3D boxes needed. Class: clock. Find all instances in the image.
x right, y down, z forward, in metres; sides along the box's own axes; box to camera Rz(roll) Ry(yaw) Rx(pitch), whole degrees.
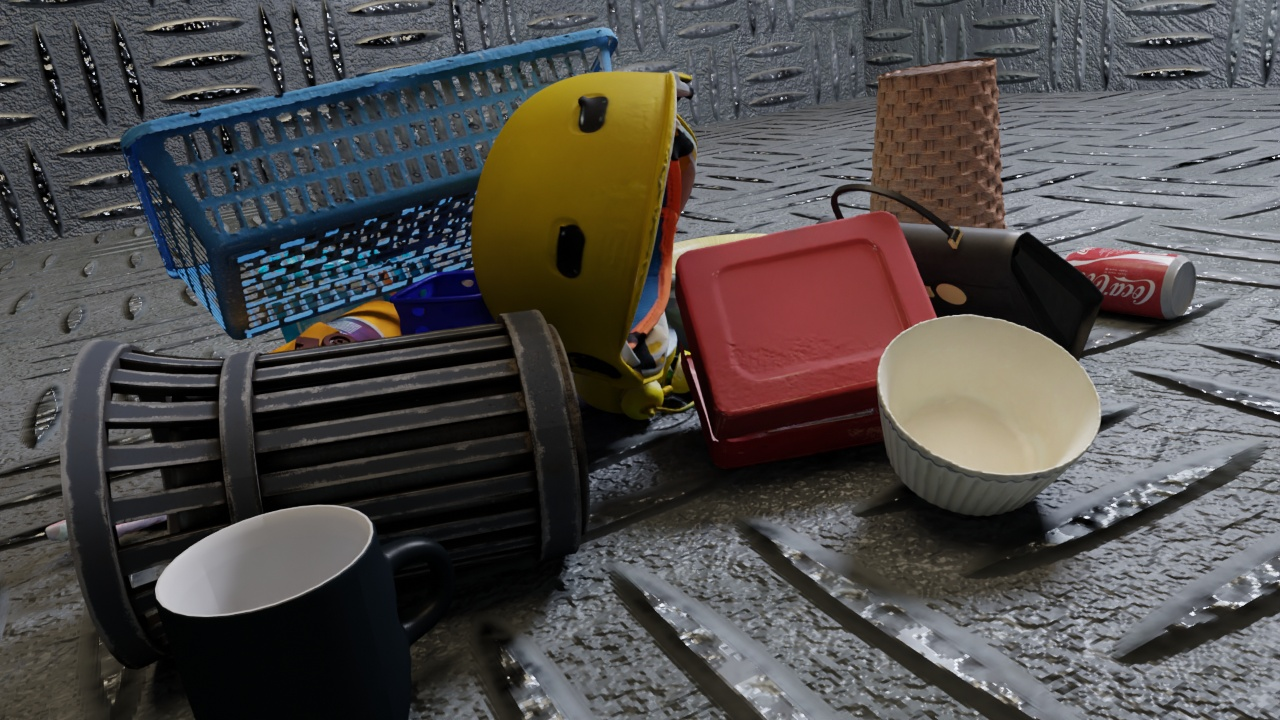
[{"bbox_3d":[-0.004,0.004,0.715,0.119,0.057,0.083,30,43,28],"label":"clock"}]

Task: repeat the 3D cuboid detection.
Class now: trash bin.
[{"bbox_3d":[-0.152,0.055,0.492,0.227,0.164,0.164,-9,19,-14],"label":"trash bin"},{"bbox_3d":[0.314,-0.206,0.986,0.151,0.210,0.151,-7,19,2],"label":"trash bin"}]

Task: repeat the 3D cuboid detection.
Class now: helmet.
[{"bbox_3d":[-0.045,-0.092,0.602,0.140,0.209,0.240,9,-5,6],"label":"helmet"}]

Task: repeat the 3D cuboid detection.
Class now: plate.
[{"bbox_3d":[0.093,-0.107,1.051,0.184,0.036,0.184,-7,19,2],"label":"plate"}]

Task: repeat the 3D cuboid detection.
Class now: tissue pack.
[{"bbox_3d":[-0.281,-0.053,0.919,0.210,0.117,0.065,1,26,25],"label":"tissue pack"}]

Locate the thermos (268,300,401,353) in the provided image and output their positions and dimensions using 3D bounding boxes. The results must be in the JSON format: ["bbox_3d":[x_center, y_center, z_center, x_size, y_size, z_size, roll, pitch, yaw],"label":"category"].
[{"bbox_3d":[-0.261,0.005,0.759,0.076,0.091,0.232,-1,16,10],"label":"thermos"}]

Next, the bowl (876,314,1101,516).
[{"bbox_3d":[0.186,0.036,0.513,0.115,0.063,0.115,-1,47,1],"label":"bowl"}]

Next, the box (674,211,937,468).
[{"bbox_3d":[0.110,-0.013,0.606,0.157,0.127,0.136,-11,46,-7],"label":"box"}]

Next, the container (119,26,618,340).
[{"bbox_3d":[-0.194,-0.129,0.742,0.361,0.089,0.258,-21,-7,-24],"label":"container"}]

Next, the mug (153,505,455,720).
[{"bbox_3d":[-0.131,0.116,0.395,0.085,0.094,0.121,11,26,42],"label":"mug"}]

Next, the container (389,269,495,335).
[{"bbox_3d":[-0.134,-0.006,0.725,0.085,0.114,0.084,-1,20,19],"label":"container"}]

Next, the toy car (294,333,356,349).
[{"bbox_3d":[-0.155,0.031,0.639,0.169,0.070,0.061,8,32,-15],"label":"toy car"}]

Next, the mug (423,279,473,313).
[{"bbox_3d":[-0.144,-0.034,0.843,0.110,0.096,0.122,0,17,32],"label":"mug"}]

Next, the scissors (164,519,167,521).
[{"bbox_3d":[-0.261,0.094,0.635,0.229,0.016,0.113,-6,18,11],"label":"scissors"}]

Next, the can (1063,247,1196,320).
[{"bbox_3d":[0.413,-0.067,0.785,0.053,0.054,0.097,-21,23,-34],"label":"can"}]

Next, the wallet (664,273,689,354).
[{"bbox_3d":[0.017,-0.041,0.791,0.132,0.054,0.100,9,-18,42],"label":"wallet"}]

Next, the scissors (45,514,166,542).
[{"bbox_3d":[-0.316,0.090,0.639,0.101,0.016,0.178,-7,11,31],"label":"scissors"}]

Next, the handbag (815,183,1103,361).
[{"bbox_3d":[0.209,-0.073,0.672,0.176,0.072,0.195,15,-15,48],"label":"handbag"}]
